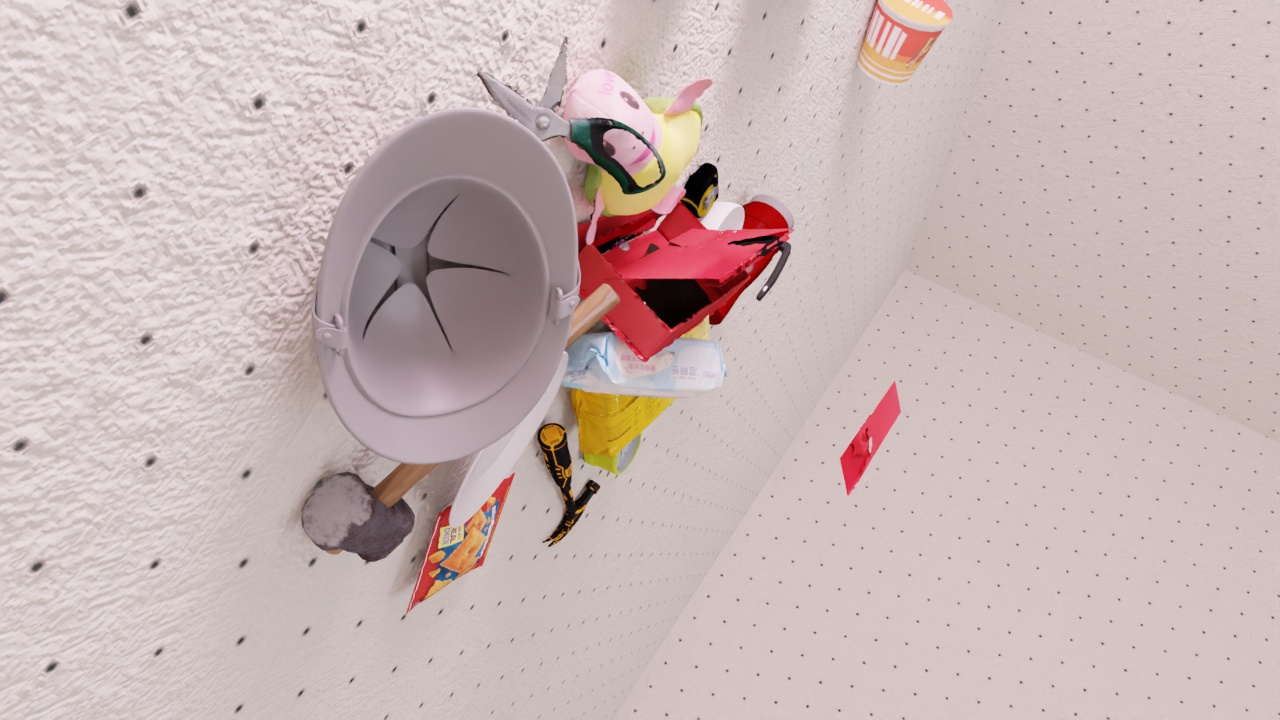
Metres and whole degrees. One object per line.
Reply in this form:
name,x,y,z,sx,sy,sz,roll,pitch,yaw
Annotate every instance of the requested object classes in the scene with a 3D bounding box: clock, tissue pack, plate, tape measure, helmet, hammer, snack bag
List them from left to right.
helmet,-0.149,-0.063,0.650,0.183,0.117,0.272,-10,127,-28
snack bag,-0.198,0.197,1.011,0.143,0.039,0.131,-22,136,-64
hammer,-0.145,0.048,0.789,0.328,0.052,0.098,-43,159,-5
plate,-0.136,0.076,0.929,0.208,0.015,0.209,-57,174,-9
hammer,-0.105,0.165,1.235,0.123,0.036,0.321,-53,163,-22
clock,-0.039,0.106,1.286,0.083,0.057,0.119,-43,149,-43
tissue pack,-0.006,0.006,1.029,0.181,0.112,0.070,3,87,-35
snack bag,0.005,0.014,1.182,0.246,0.068,0.160,-41,151,-27
tape measure,0.077,-0.210,1.158,0.061,0.034,0.062,-54,160,-17

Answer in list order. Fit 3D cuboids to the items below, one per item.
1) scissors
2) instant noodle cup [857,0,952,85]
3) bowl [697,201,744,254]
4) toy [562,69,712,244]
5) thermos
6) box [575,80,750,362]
scissors,-0.080,-0.152,0.750,0.204,0.015,0.201,-48,135,13
instant noodle cup,0.424,-0.530,1.502,0.123,0.123,0.121,-46,164,-39
bowl,0.089,-0.165,1.230,0.114,0.050,0.115,-51,160,-28
toy,-0.002,-0.198,0.875,0.190,0.087,0.237,-49,161,15
thermos,0.152,-0.143,1.345,0.198,0.108,0.084,-52,161,-20
box,-0.029,-0.248,0.972,0.213,0.171,0.479,-34,117,-53
